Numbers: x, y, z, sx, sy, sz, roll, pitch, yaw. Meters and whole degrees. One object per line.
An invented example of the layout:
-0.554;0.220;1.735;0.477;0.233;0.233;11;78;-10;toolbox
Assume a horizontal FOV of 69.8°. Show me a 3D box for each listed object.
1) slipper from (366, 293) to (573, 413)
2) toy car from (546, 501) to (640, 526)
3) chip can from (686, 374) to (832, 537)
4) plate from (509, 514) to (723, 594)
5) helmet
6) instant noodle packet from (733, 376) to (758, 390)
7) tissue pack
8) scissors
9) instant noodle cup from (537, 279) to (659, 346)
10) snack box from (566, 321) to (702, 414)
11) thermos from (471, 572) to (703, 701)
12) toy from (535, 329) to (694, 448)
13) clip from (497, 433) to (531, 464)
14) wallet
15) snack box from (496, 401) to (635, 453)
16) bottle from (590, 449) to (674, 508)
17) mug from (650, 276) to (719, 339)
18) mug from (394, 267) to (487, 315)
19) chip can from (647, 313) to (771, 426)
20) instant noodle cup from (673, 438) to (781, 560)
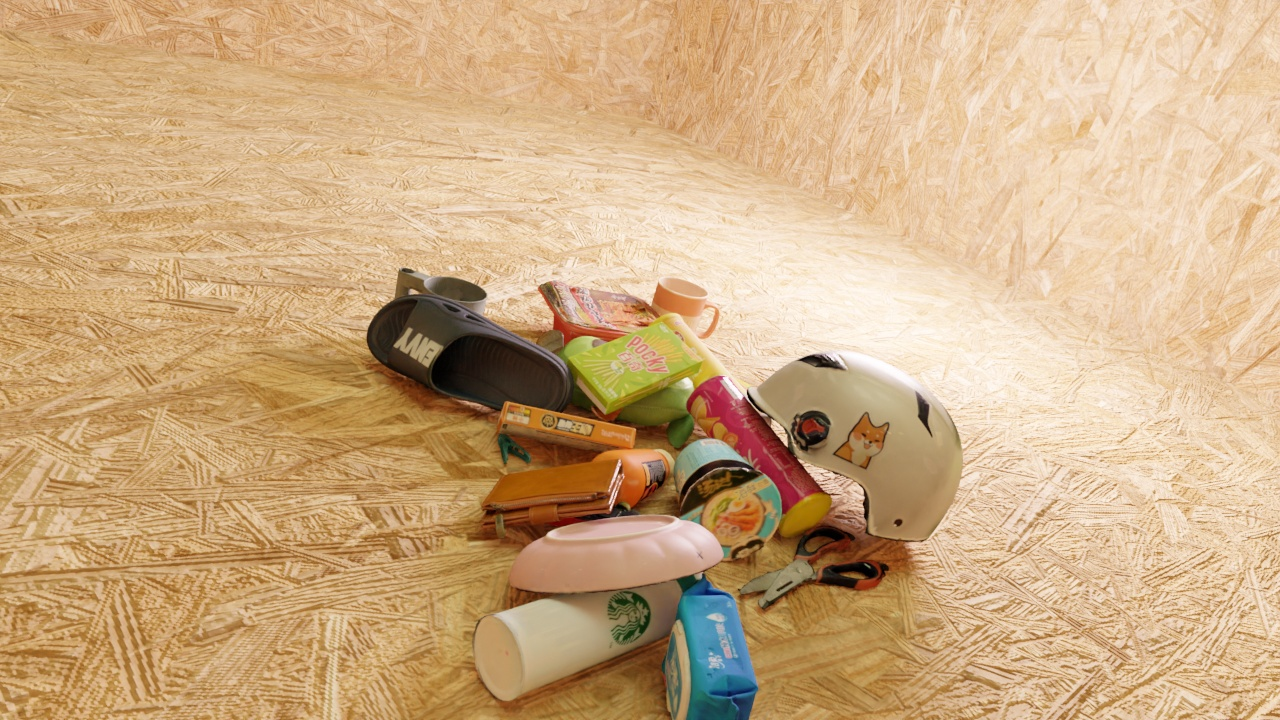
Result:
-0.210;-0.005;1.101;0.268;0.110;0.083;21;2;7;slipper
-0.051;0.162;0.948;0.106;0.031;0.049;12;25;16;toy car
0.138;0.111;1.101;0.071;0.072;0.210;-2;41;-38;chip can
-0.023;0.167;0.821;0.192;0.039;0.192;-7;-2;0;plate
0.275;0.080;1.096;0.274;0.157;0.229;47;13;19;helmet
0.121;0.047;1.332;0.128;0.044;0.110;23;19;15;instant noodle packet
0.050;0.252;0.735;0.052;0.095;0.157;8;23;-8;tissue pack
0.190;0.230;0.989;0.206;0.015;0.201;16;22;-4;scissors
-0.056;-0.053;1.387;0.188;0.079;0.164;5;25;-26;instant noodle cup
-0.007;0.007;1.148;0.156;0.026;0.086;-22;55;-34;snack box
-0.030;0.221;0.781;0.223;0.073;0.073;-6;32;-44;thermos
-0.040;0.026;1.204;0.247;0.090;0.226;16;28;5;toy
-0.149;0.101;1.048;0.032;0.013;0.054;2;29;-34;clip
-0.088;0.133;0.914;0.131;0.035;0.119;-8;17;9;wallet
-0.088;0.082;1.066;0.153;0.026;0.075;12;-16;-10;snack box
-0.003;0.128;1.036;0.067;0.067;0.149;29;17;26;bottle
0.068;-0.068;1.475;0.114;0.106;0.081;10;24;-18;mug
-0.270;-0.055;1.206;0.124;0.103;0.083;20;23;10;mug
0.087;0.028;1.251;0.071;0.072;0.213;-6;46;-44;chip can
0.085;0.145;1.013;0.111;0.111;0.120;12;14;-13;instant noodle cup
